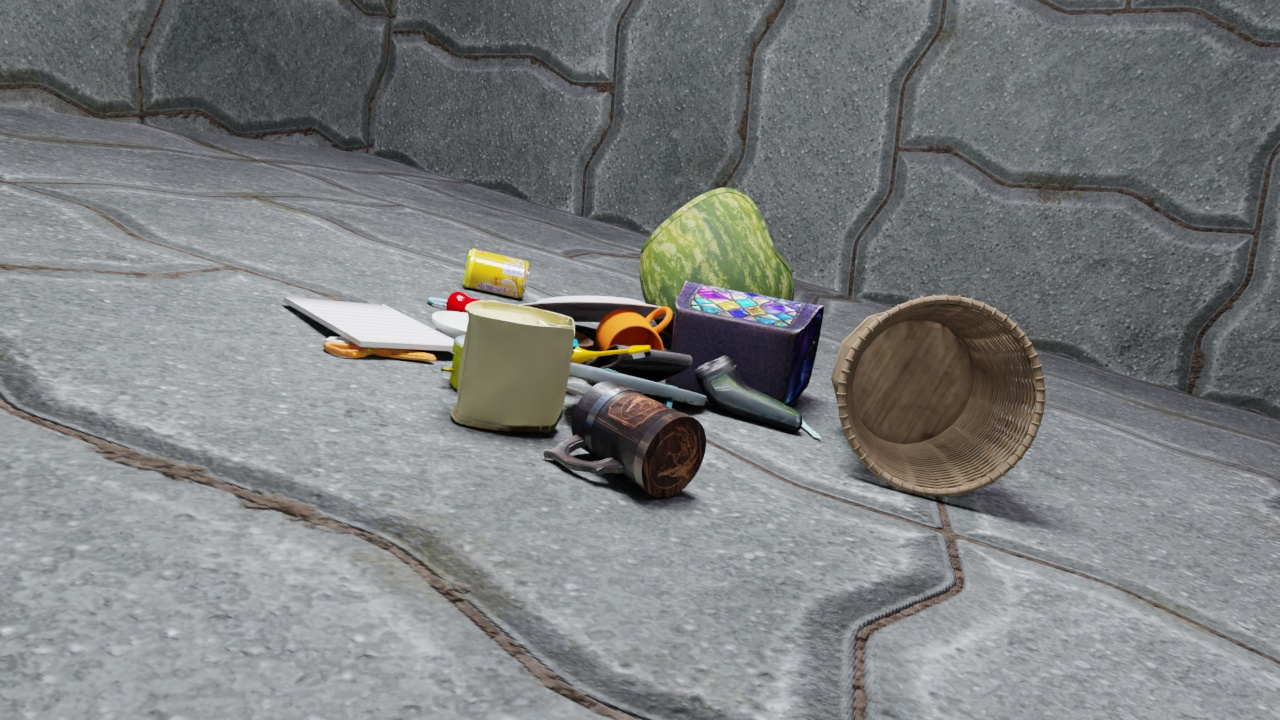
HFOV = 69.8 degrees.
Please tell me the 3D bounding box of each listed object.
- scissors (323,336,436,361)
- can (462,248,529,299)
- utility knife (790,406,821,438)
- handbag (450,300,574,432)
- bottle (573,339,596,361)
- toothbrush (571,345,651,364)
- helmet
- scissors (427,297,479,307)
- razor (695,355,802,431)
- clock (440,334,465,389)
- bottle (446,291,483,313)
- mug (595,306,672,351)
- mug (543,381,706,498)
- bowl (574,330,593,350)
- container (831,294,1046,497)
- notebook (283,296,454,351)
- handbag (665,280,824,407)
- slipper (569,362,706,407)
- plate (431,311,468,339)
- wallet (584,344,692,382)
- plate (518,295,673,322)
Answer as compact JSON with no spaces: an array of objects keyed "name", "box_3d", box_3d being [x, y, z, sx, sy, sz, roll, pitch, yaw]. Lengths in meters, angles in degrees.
[{"name":"scissors","box_3d":[-0.298,-0.011,1.053,0.127,0.013,0.064,8,15,-23]},{"name":"can","box_3d":[-0.243,-0.146,1.551,0.105,0.068,0.067,12,13,-10]},{"name":"utility knife","box_3d":[0.204,0.070,1.240,0.022,0.015,0.181,2,19,-19]},{"name":"handbag","box_3d":[-0.127,0.008,0.920,0.111,0.119,0.081,9,13,-6]},{"name":"bottle","box_3d":[-0.125,-0.015,1.162,0.146,0.051,0.051,10,14,-17]},{"name":"toothbrush","box_3d":[-0.079,-0.005,1.081,0.197,0.031,0.031,-6,36,24]},{"name":"helmet","box_3d":[0.122,-0.126,1.495,0.242,0.214,0.247,-36,87,-32]},{"name":"scissors","box_3d":[-0.250,-0.080,1.393,0.134,0.011,0.137,12,12,3]},{"name":"razor","box_3d":[0.140,0.044,1.172,0.151,0.067,0.053,25,13,8]},{"name":"clock","box_3d":[-0.163,0.004,1.028,0.083,0.057,0.118,19,14,24]},{"name":"bottle","box_3d":[-0.219,-0.066,1.306,0.119,0.036,0.036,19,14,18]},{"name":"mug","box_3d":[-0.003,-0.034,1.248,0.077,0.112,0.096,47,3,-19]},{"name":"mug","box_3d":[-0.017,0.079,0.858,0.115,0.080,0.107,-29,36,-32]},{"name":"bowl","box_3d":[-0.124,-0.026,1.248,0.118,0.030,0.117,16,11,-4]},{"name":"container","box_3d":[0.341,0.032,1.114,0.227,0.227,0.196,15,6,3]},{"name":"notebook","box_3d":[-0.329,-0.045,1.134,0.142,0.009,0.210,3,14,-45]},{"name":"handbag","box_3d":[0.144,-0.031,1.299,0.205,0.126,0.221,12,19,13]},{"name":"slipper","box_3d":[-0.012,0.042,1.074,0.098,0.055,0.268,16,1,28]},{"name":"plate","box_3d":[-0.224,-0.038,1.210,0.104,0.026,0.104,13,14,-3]},{"name":"wallet","box_3d":[-0.007,0.007,1.142,0.099,0.031,0.120,8,-17,-24]},{"name":"plate","box_3d":[-0.073,-0.078,1.360,0.242,0.016,0.242,1,-4,0]}]
